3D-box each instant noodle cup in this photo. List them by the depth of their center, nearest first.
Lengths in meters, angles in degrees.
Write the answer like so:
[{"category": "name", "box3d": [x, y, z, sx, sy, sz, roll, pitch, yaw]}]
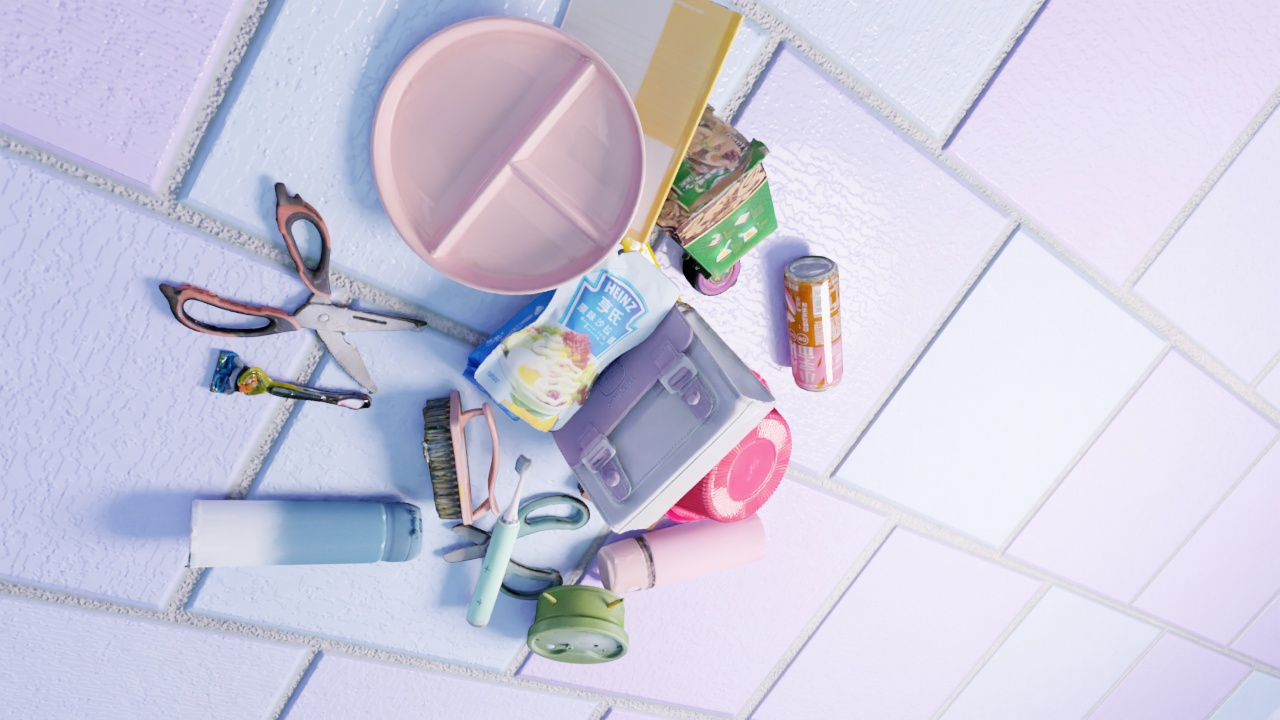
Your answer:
[{"category": "instant noodle cup", "box3d": [0.102, 0.107, 1.015, 0.193, 0.066, 0.194, -21, 125, -35]}]

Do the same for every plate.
[{"category": "plate", "box3d": [-0.110, -0.168, 0.773, 0.229, 0.028, 0.230, 0, 112, 1]}]

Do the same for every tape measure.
[{"category": "tape measure", "box3d": [0.072, -0.097, 0.932, 0.057, 0.039, 0.057, -20, 133, -20]}]

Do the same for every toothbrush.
[{"category": "toothbrush", "box3d": [-0.151, 0.199, 0.993, 0.026, 0.027, 0.225, -13, 130, -52]}]

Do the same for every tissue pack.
[{"category": "tissue pack", "box3d": [-0.090, -0.013, 0.902, 0.157, 0.052, 0.095, -39, 128, 2]}]

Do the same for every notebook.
[{"category": "notebook", "box3d": [-0.019, -0.222, 0.783, 0.146, 0.010, 0.207, 28, 110, 9]}]

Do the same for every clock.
[{"category": "clock", "box3d": [-0.072, 0.313, 1.068, 0.116, 0.056, 0.162, 6, 143, -3]}]

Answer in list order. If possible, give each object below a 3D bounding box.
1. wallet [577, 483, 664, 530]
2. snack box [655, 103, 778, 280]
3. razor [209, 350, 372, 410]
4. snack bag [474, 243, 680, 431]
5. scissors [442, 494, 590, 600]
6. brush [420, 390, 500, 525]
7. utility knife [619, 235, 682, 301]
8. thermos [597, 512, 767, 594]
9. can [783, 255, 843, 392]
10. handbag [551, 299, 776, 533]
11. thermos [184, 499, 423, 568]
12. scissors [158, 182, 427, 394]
[{"category": "wallet", "box3d": [0.001, 0.136, 1.043, 0.124, 0.032, 0.101, 33, 105, -34]}, {"category": "snack box", "box3d": [0.065, -0.152, 0.862, 0.117, 0.118, 0.105, -39, 138, 2]}, {"category": "razor", "box3d": [-0.318, 0.028, 0.847, 0.142, 0.022, 0.043, 15, 113, -30]}, {"category": "snack bag", "box3d": [-0.057, -0.025, 0.855, 0.110, 0.039, 0.191, 41, 96, -24]}, {"category": "scissors", "box3d": [-0.136, 0.223, 1.041, 0.172, 0.019, 0.179, -14, 124, -17]}, {"category": "brush", "box3d": [-0.178, 0.106, 0.927, 0.073, 0.063, 0.146, -6, 121, -8]}, {"category": "utility knife", "box3d": [0.016, -0.078, 0.933, 0.033, 0.015, 0.154, -35, 125, -9]}, {"category": "thermos", "box3d": [0.047, 0.234, 1.103, 0.198, 0.067, 0.087, -12, 152, -17]}, {"category": "can", "box3d": [0.190, -0.039, 1.004, 0.058, 0.058, 0.147, -19, 124, -13]}, {"category": "handbag", "box3d": [0.015, 0.055, 0.916, 0.197, 0.145, 0.098, -47, 152, 18]}, {"category": "thermos", "box3d": [-0.324, 0.170, 0.902, 0.220, 0.070, 0.070, 5, 116, -26]}, {"category": "scissors", "box3d": [-0.301, -0.047, 0.814, 0.189, 0.015, 0.223, -24, 124, -9]}]
